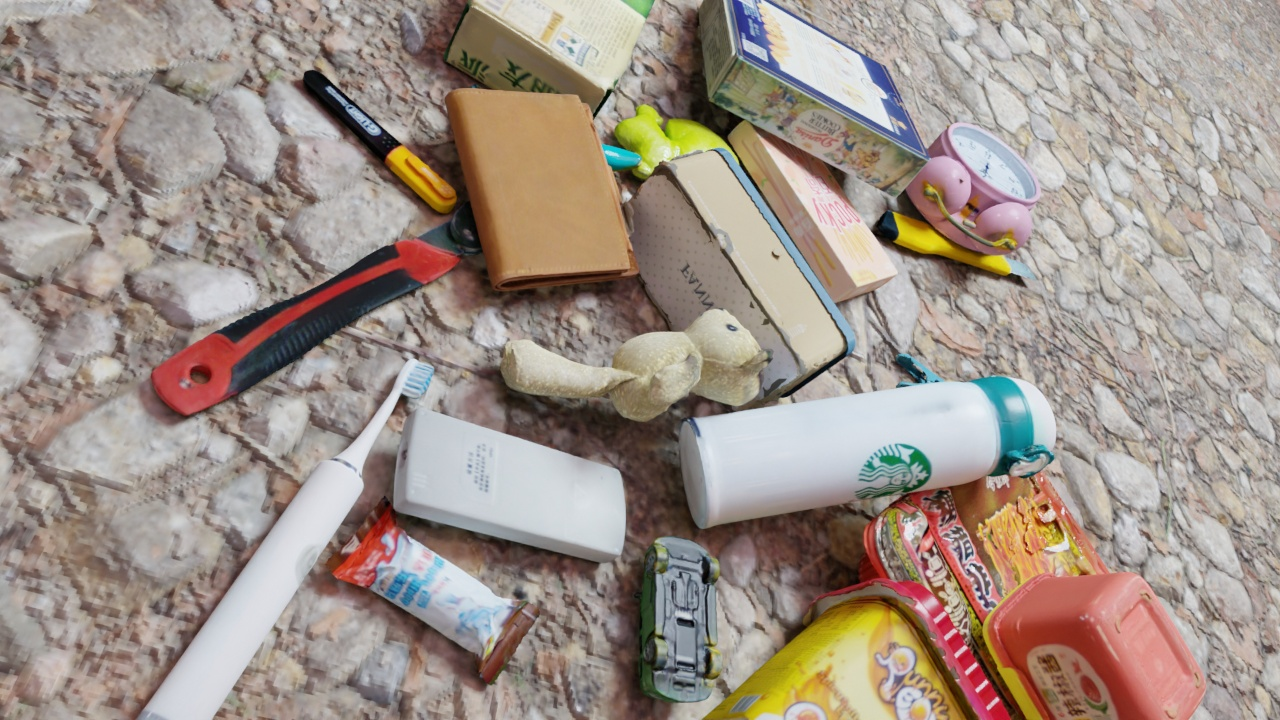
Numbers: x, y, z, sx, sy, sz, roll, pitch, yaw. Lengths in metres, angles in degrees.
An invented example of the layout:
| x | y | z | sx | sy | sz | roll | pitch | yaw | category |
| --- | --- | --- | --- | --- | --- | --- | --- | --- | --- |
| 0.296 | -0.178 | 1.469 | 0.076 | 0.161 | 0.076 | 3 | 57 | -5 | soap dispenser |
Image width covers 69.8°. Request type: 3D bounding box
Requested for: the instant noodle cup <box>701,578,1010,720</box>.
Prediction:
| x | y | z | sx | sy | sz | roll | pitch | yaw | category |
| --- | --- | --- | --- | --- | --- | --- | --- | --- | --- |
| 0.110 | 0.195 | 0.494 | 0.123 | 0.116 | 0.116 | -24 | 78 | -26 | instant noodle cup |

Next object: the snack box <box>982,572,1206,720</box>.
| x | y | z | sx | sy | sz | roll | pitch | yaw | category |
| --- | --- | --- | --- | --- | --- | --- | --- | --- | --- |
| 0.253 | 0.165 | 0.510 | 0.081 | 0.080 | 0.091 | -25 | 82 | -35 | snack box |

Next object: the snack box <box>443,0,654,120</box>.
| x | y | z | sx | sy | sz | roll | pitch | yaw | category |
| --- | --- | --- | --- | --- | --- | --- | --- | --- | --- |
| -0.049 | -0.286 | 0.698 | 0.114 | 0.063 | 0.239 | 28 | 53 | -15 | snack box |

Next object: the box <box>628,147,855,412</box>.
| x | y | z | sx | sy | sz | roll | pitch | yaw | category |
| --- | --- | --- | --- | --- | --- | --- | --- | --- | --- |
| 0.062 | -0.047 | 0.612 | 0.063 | 0.090 | 0.184 | -28 | 82 | -39 | box |

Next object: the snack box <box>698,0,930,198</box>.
| x | y | z | sx | sy | sz | roll | pitch | yaw | category |
| --- | --- | --- | --- | --- | --- | --- | --- | --- | --- |
| 0.137 | -0.231 | 0.758 | 0.182 | 0.046 | 0.177 | 23 | 37 | -18 | snack box |

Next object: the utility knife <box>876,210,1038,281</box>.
| x | y | z | sx | sy | sz | roll | pitch | yaw | category |
| --- | --- | --- | --- | --- | --- | --- | --- | --- | --- |
| 0.284 | -0.097 | 0.818 | 0.190 | 0.015 | 0.033 | 13 | 55 | -24 | utility knife |

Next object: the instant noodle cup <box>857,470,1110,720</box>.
| x | y | z | sx | sy | sz | roll | pitch | yaw | category |
| --- | --- | --- | --- | --- | --- | --- | --- | --- | --- |
| 0.224 | 0.152 | 0.600 | 0.188 | 0.079 | 0.164 | -19 | 75 | -36 | instant noodle cup |

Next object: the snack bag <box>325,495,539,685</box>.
| x | y | z | sx | sy | sz | roll | pitch | yaw | category |
| --- | --- | --- | --- | --- | --- | --- | --- | --- | --- |
| -0.102 | 0.116 | 0.461 | 0.104 | 0.026 | 0.048 | 39 | 59 | -6 | snack bag |

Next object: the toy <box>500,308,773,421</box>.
| x | y | z | sx | sy | sz | roll | pitch | yaw | category |
| --- | --- | --- | --- | --- | --- | --- | --- | --- | --- |
| -0.003 | 0.003 | 0.539 | 0.157 | 0.105 | 0.066 | -2 | 81 | -8 | toy |

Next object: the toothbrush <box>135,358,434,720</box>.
| x | y | z | sx | sy | sz | roll | pitch | yaw | category |
| --- | --- | --- | --- | --- | --- | --- | --- | --- | --- |
| -0.161 | 0.079 | 0.447 | 0.026 | 0.027 | 0.220 | 22 | 52 | 5 | toothbrush |

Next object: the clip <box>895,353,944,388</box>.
| x | y | z | sx | sy | sz | roll | pitch | yaw | category |
| --- | --- | --- | --- | --- | --- | --- | --- | --- | --- |
| 0.222 | 0.018 | 0.718 | 0.055 | 0.013 | 0.034 | 22 | 55 | -19 | clip |

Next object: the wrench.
| x | y | z | sx | sy | sz | roll | pitch | yaw | category |
| --- | --- | --- | --- | --- | --- | --- | --- | --- | --- |
| -0.148 | -0.043 | 0.532 | 0.272 | 0.016 | 0.056 | -33 | 83 | -40 | wrench |

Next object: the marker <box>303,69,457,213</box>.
| x | y | z | sx | sy | sz | roll | pitch | yaw | category |
| --- | --- | --- | --- | --- | --- | --- | --- | --- | --- |
| -0.164 | -0.139 | 0.577 | 0.124 | 0.015 | 0.018 | 43 | 46 | -1 | marker |

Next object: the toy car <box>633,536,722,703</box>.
| x | y | z | sx | sy | sz | roll | pitch | yaw | category |
| --- | --- | --- | --- | --- | --- | --- | --- | --- | --- |
| 0.019 | 0.143 | 0.510 | 0.043 | 0.036 | 0.091 | 17 | 57 | -21 | toy car |

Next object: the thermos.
| x | y | z | sx | sy | sz | roll | pitch | yaw | category |
| --- | --- | --- | --- | --- | --- | --- | --- | --- | --- |
| 0.140 | 0.054 | 0.559 | 0.224 | 0.073 | 0.073 | -8 | 66 | -9 | thermos |

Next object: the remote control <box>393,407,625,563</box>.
| x | y | z | sx | sy | sz | roll | pitch | yaw | category |
| --- | --- | --- | --- | --- | --- | --- | --- | --- | --- |
| -0.067 | 0.070 | 0.499 | 0.135 | 0.019 | 0.056 | 21 | 49 | -31 | remote control |

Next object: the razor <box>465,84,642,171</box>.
| x | y | z | sx | sy | sz | roll | pitch | yaw | category |
| --- | --- | --- | --- | --- | --- | --- | --- | --- | --- |
| -0.061 | -0.151 | 0.635 | 0.132 | 0.028 | 0.043 | 9 | 74 | -24 | razor |

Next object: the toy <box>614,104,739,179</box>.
| x | y | z | sx | sy | sz | roll | pitch | yaw | category |
| --- | --- | --- | --- | --- | --- | --- | --- | --- | --- |
| 0.033 | -0.156 | 0.693 | 0.100 | 0.031 | 0.096 | -12 | 69 | -35 | toy |

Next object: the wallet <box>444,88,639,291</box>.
| x | y | z | sx | sy | sz | roll | pitch | yaw | category |
| --- | --- | --- | --- | --- | --- | --- | --- | --- | --- |
| -0.060 | -0.111 | 0.587 | 0.107 | 0.031 | 0.131 | -9 | 76 | -32 | wallet |

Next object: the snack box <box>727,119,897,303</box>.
| x | y | z | sx | sy | sz | roll | pitch | yaw | category |
| --- | --- | --- | --- | --- | --- | --- | --- | --- | --- |
| 0.137 | -0.121 | 0.725 | 0.084 | 0.026 | 0.157 | -19 | 74 | -52 | snack box |

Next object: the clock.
| x | y | z | sx | sy | sz | roll | pitch | yaw | category |
| --- | --- | --- | --- | --- | --- | --- | --- | --- | --- |
| 0.292 | -0.147 | 0.808 | 0.117 | 0.060 | 0.158 | 35 | 44 | -2 | clock |
